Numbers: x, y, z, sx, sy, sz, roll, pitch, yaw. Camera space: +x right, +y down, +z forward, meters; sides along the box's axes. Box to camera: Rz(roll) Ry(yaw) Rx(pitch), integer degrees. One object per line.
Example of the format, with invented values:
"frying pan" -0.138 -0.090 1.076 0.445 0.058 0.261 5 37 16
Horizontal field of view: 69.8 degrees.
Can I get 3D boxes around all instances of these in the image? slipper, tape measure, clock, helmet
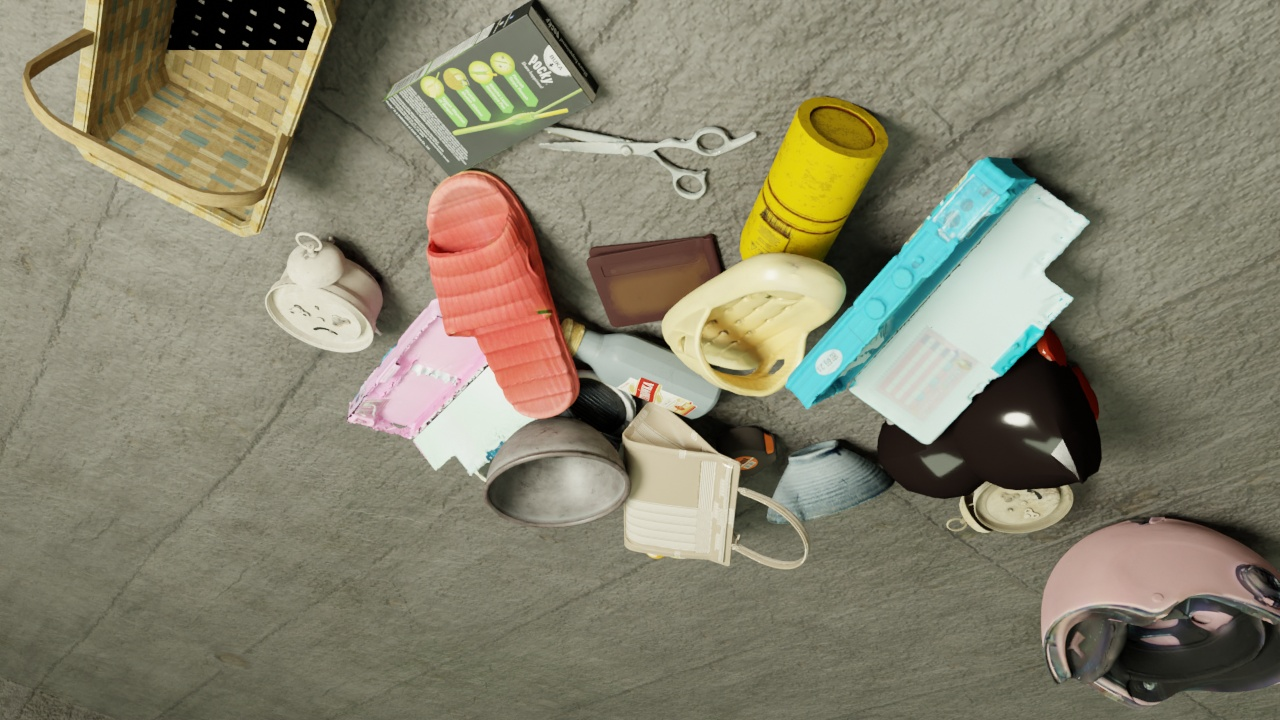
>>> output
"slipper" 0.083 -0.015 0.761 0.111 0.079 0.262 17 163 -9
"tape measure" 0.109 0.094 0.975 0.058 0.038 0.058 16 141 -25
"clock" 0.373 0.138 0.944 0.093 0.054 0.141 32 128 -20
"slipper" -0.101 0.096 1.010 0.111 0.063 0.265 36 136 -24
"helmet" 0.550 0.258 0.960 0.255 0.152 0.230 8 136 3
"slipper" -0.127 -0.045 0.819 0.104 0.059 0.249 -9 117 18
"clock" -0.299 -0.072 0.872 0.103 0.061 0.157 12 146 2

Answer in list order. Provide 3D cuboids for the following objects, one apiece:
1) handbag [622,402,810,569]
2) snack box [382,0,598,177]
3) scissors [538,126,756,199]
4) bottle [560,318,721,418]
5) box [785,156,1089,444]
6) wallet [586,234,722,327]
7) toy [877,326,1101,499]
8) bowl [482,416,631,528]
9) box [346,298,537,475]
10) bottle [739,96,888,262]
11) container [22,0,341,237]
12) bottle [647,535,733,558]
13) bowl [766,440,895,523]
"handbag" 0.079 0.155 0.935 0.198 0.062 0.176 21 137 22
"snack box" -0.116 -0.204 0.704 0.148 0.025 0.080 -18 130 30
"scissors" 0.004 -0.173 0.719 0.161 0.014 0.118 26 138 -19
"bottle" -0.005 0.005 0.888 0.161 0.046 0.072 23 159 -12
"box" 0.232 -0.047 0.718 0.170 0.085 0.228 17 124 -32
"wallet" 0.018 -0.070 0.830 0.116 0.018 0.091 -5 135 16
"toy" 0.302 0.073 0.823 0.185 0.139 0.159 -25 127 35
"bowl" -0.085 0.104 0.918 0.145 0.067 0.145 -4 143 -4
"box" -0.201 0.035 0.970 0.160 0.062 0.231 38 133 -15
"bottle" 0.122 -0.115 0.711 0.071 0.070 0.164 16 139 -5
"container" -0.314 -0.193 0.644 0.157 0.185 0.251 28 137 -17
"bottle" 0.054 0.203 1.088 0.109 0.063 0.063 -3 136 20
"bowl" 0.188 0.118 0.950 0.137 0.136 0.057 -19 90 31
